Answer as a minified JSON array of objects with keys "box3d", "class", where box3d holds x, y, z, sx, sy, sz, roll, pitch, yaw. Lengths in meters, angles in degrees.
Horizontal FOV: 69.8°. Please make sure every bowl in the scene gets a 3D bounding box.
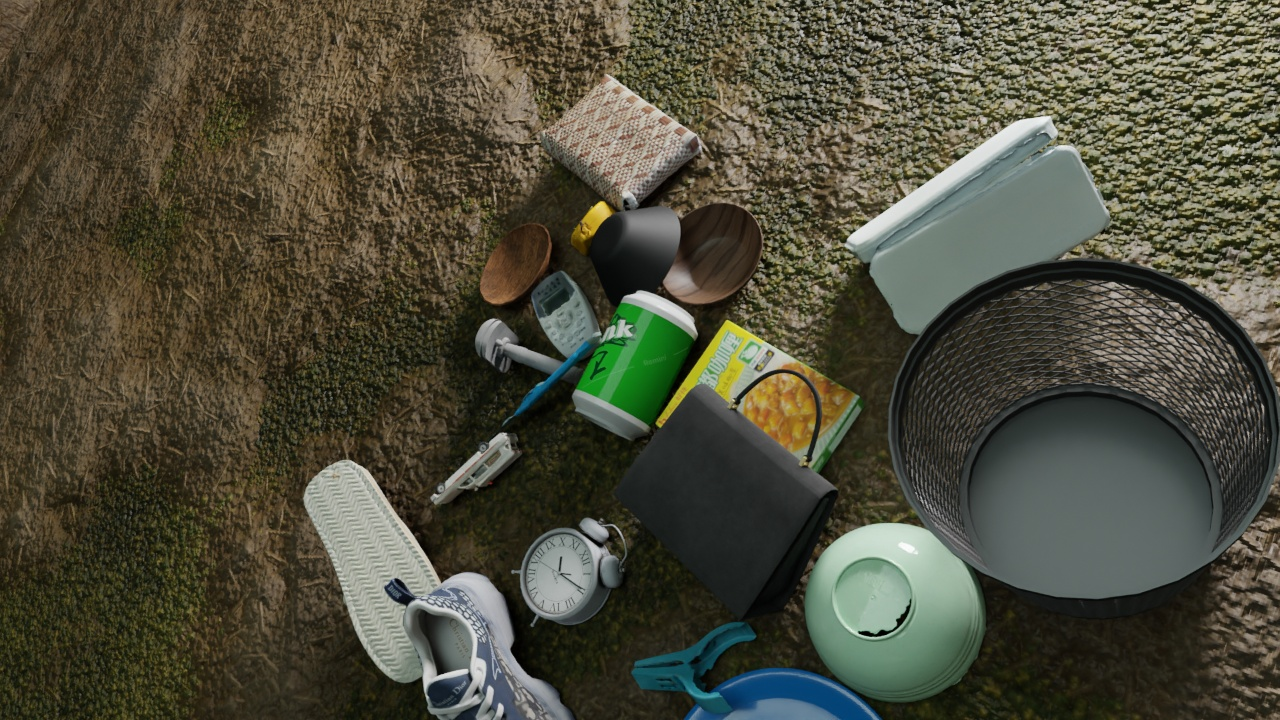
[{"box3d":[-0.018,-0.124,1.003,0.124,0.052,0.123,-30,48,39],"class":"bowl"},{"box3d":[0.079,-0.108,0.981,0.119,0.032,0.119,-11,64,24],"class":"bowl"},{"box3d":[-0.144,-0.111,1.105,0.102,0.026,0.114,17,75,43],"class":"bowl"},{"box3d":[0.200,0.201,0.757,0.151,0.077,0.150,-12,64,25],"class":"bowl"}]

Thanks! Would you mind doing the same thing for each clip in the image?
[{"box3d":[0.058,0.268,0.826,0.120,0.033,0.122,-45,23,-17],"class":"clip"}]

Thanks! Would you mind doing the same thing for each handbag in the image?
[{"box3d":[-0.027,-0.258,1.096,0.124,0.047,0.186,-43,56,-4],"class":"handbag"},{"box3d":[0.095,0.095,0.825,0.176,0.072,0.196,40,111,35],"class":"handbag"}]

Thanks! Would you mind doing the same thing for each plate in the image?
[{"box3d":[0.121,0.373,0.759,0.225,0.024,0.224,-11,64,24],"class":"plate"}]

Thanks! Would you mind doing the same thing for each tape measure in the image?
[{"box3d":[-0.054,-0.155,1.055,0.030,0.068,0.059,39,84,-1],"class":"tape measure"}]

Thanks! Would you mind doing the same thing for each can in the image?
[{"box3d":[-0.006,0.006,0.946,0.088,0.087,0.139,22,81,34],"class":"can"}]

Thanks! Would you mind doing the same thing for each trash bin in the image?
[{"box3d":[0.313,0.075,0.657,0.218,0.227,0.217,-11,64,24],"class":"trash bin"}]

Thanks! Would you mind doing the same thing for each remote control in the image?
[{"box3d":[-0.084,-0.050,1.048,0.060,0.028,0.114,-35,57,11],"class":"remote control"}]

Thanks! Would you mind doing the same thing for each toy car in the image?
[{"box3d":[-0.181,0.126,1.023,0.113,0.039,0.039,-43,77,7],"class":"toy car"}]

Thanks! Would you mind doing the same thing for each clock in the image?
[{"box3d":[-0.066,0.210,0.923,0.123,0.035,0.094,-35,57,13],"class":"clock"}]

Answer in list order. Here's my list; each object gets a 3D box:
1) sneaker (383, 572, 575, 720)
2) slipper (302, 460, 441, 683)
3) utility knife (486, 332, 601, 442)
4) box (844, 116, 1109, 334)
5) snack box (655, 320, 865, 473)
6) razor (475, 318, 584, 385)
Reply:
[{"box3d":[-0.152,0.318,0.858,0.103,0.132,0.269,-37,65,7],"class":"sneaker"},{"box3d":[-0.291,0.232,1.020,0.115,0.052,0.263,-34,69,-1],"class":"slipper"},{"box3d":[-0.112,0.035,1.000,0.015,0.031,0.221,47,117,2],"class":"utility knife"},{"box3d":[0.305,-0.128,0.864,0.211,0.105,0.129,-29,99,11],"class":"box"},{"box3d":[0.113,0.053,0.897,0.168,0.027,0.132,33,88,35],"class":"snack box"},{"box3d":[-0.118,0.000,1.029,0.116,0.088,0.047,20,79,14],"class":"razor"}]
